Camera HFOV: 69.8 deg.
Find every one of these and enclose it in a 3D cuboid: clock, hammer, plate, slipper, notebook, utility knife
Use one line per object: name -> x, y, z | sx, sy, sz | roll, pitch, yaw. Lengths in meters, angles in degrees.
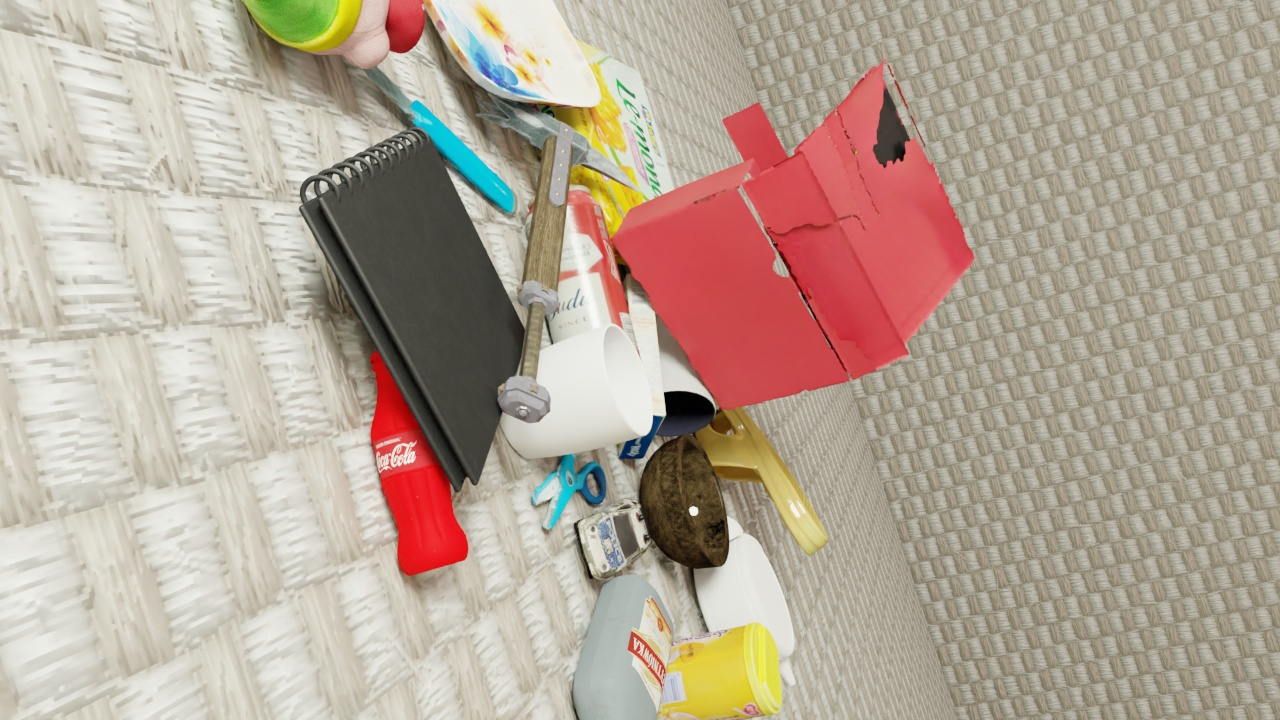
clock -> 0.095, 0.241, 0.913 | 0.125, 0.073, 0.160 | 47, 24, -53
hammer -> -0.064, -0.077, 0.649 | 0.147, 0.028, 0.316 | 26, 40, -23
plate -> -0.118, -0.284, 0.751 | 0.186, 0.016, 0.187 | -17, 76, -59
slipper -> 0.115, 0.114, 1.045 | 0.263, 0.078, 0.099 | 57, 9, 25
notebook -> -0.121, -0.047, 0.548 | 0.231, 0.019, 0.169 | -90, 158, -69
utility knife -> -0.140, -0.158, 0.666 | 0.209, 0.015, 0.031 | 44, 29, -61

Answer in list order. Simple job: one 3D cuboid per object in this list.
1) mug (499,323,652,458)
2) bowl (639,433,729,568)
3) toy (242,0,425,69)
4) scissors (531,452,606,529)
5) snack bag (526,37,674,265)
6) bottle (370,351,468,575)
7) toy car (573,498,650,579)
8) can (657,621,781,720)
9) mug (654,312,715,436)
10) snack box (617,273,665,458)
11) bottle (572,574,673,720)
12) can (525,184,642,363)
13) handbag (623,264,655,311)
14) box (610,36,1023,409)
mug -> -0.044, 0.019, 0.660 | 0.114, 0.088, 0.081 | -63, 132, -65
bowl -> 0.032, 0.132, 0.829 | 0.121, 0.056, 0.121 | -18, 90, -72
toy -> -0.182, -0.216, 0.491 | 0.131, 0.097, 0.124 | -42, 111, -46
scissors -> -0.051, 0.098, 0.693 | 0.140, 0.014, 0.090 | -74, 144, -64
snack bag -> -0.036, -0.192, 0.886 | 0.159, 0.068, 0.247 | 7, 65, -59
bottle -> -0.122, 0.052, 0.487 | 0.036, 0.036, 0.119 | 7, 66, -70
toy car -> -0.016, 0.136, 0.710 | 0.112, 0.041, 0.048 | -8, 79, -71
can -> 0.052, 0.243, 0.702 | 0.067, 0.105, 0.067 | -17, 90, -72
mug -> 0.029, 0.023, 0.911 | 0.112, 0.078, 0.096 | 95, -6, -52
snack box -> -0.005, 0.005, 0.822 | 0.082, 0.026, 0.149 | 113, -23, -52
bottle -> -0.015, 0.223, 0.623 | 0.161, 0.046, 0.072 | -69, 137, -63
can -> -0.048, -0.056, 0.755 | 0.067, 0.067, 0.170 | 14, 60, -69
handbag -> 0.015, -0.119, 0.996 | 0.106, 0.067, 0.121 | 9, 63, -64
box -> 0.157, -0.094, 0.775 | 0.211, 0.316, 0.123 | 54, 13, -26
